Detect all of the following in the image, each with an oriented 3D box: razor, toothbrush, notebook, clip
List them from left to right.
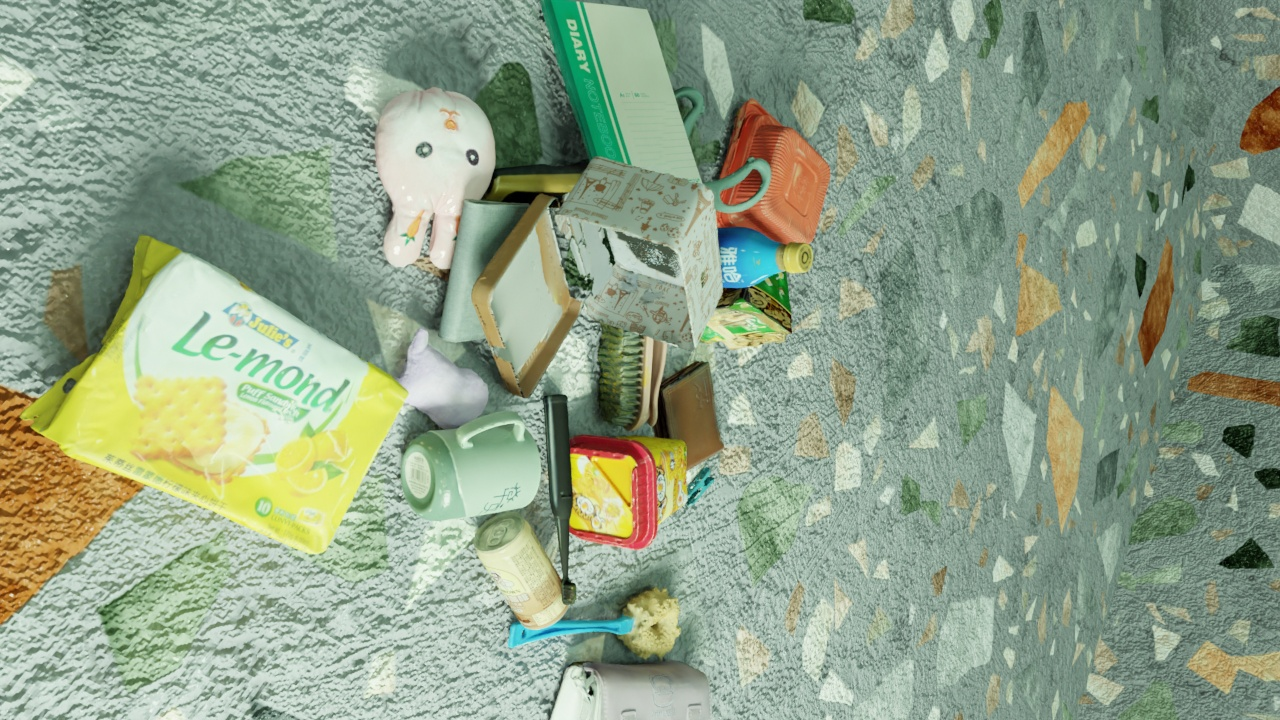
[{"bbox_3d":[-0.083,-0.170,0.918,0.167,0.062,0.067,-8,71,-41],"label":"razor"},{"bbox_3d":[-0.080,0.141,0.936,0.026,0.027,0.212,5,76,-41],"label":"toothbrush"},{"bbox_3d":[-0.017,-0.273,0.957,0.150,0.012,0.209,-15,87,-43],"label":"notebook"},{"bbox_3d":[0.073,0.158,1.150,0.056,0.014,0.045,-47,128,-34],"label":"clip"}]

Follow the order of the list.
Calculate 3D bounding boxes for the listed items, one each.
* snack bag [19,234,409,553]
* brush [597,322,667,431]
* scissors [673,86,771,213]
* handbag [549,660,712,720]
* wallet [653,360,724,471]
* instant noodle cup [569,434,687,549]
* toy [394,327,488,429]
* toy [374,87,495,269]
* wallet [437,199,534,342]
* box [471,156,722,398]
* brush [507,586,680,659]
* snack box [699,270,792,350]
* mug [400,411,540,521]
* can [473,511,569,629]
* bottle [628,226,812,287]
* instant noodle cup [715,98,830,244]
[{"bbox_3d":[-0.304,0.037,0.696,0.246,0.068,0.157,40,67,-42],"label":"snack bag"},{"bbox_3d":[-0.006,0.006,1.012,0.073,0.063,0.145,-3,98,-36],"label":"brush"},{"bbox_3d":[0.065,-0.238,1.059,0.170,0.019,0.181,-19,97,-17],"label":"scissors"},{"bbox_3d":[-0.010,0.417,1.041,0.196,0.099,0.144,21,74,-46],"label":"handbag"},{"bbox_3d":[0.059,0.071,1.113,0.101,0.032,0.124,-29,116,-44],"label":"wallet"},{"bbox_3d":[-0.011,0.132,0.995,0.123,0.116,0.116,-14,104,-57],"label":"instant noodle cup"},{"bbox_3d":[-0.185,0.029,0.844,0.084,0.039,0.108,-56,136,-3],"label":"toy"},{"bbox_3d":[-0.182,-0.160,0.816,0.121,0.054,0.159,-6,107,-46],"label":"toy"},{"bbox_3d":[-0.134,-0.083,0.858,0.106,0.037,0.130,-11,119,-56],"label":"wallet"},{"bbox_3d":[-0.028,-0.061,0.866,0.197,0.157,0.181,-60,160,-27],"label":"box"},{"bbox_3d":[-0.045,0.299,1.030,0.254,0.046,0.083,11,91,-43],"label":"brush"},{"bbox_3d":[0.115,-0.085,1.106,0.117,0.118,0.105,28,62,-45],"label":"snack box"},{"bbox_3d":[-0.152,0.092,0.840,0.106,0.082,0.112,-1,132,-43],"label":"mug"},{"bbox_3d":[-0.118,0.212,0.922,0.058,0.059,0.116,-45,125,-34],"label":"can"},{"bbox_3d":[0.083,-0.110,0.978,0.065,0.219,0.065,-8,100,-47],"label":"bottle"},{"bbox_3d":[0.171,-0.216,1.161,0.164,0.079,0.188,26,77,-45],"label":"instant noodle cup"}]
